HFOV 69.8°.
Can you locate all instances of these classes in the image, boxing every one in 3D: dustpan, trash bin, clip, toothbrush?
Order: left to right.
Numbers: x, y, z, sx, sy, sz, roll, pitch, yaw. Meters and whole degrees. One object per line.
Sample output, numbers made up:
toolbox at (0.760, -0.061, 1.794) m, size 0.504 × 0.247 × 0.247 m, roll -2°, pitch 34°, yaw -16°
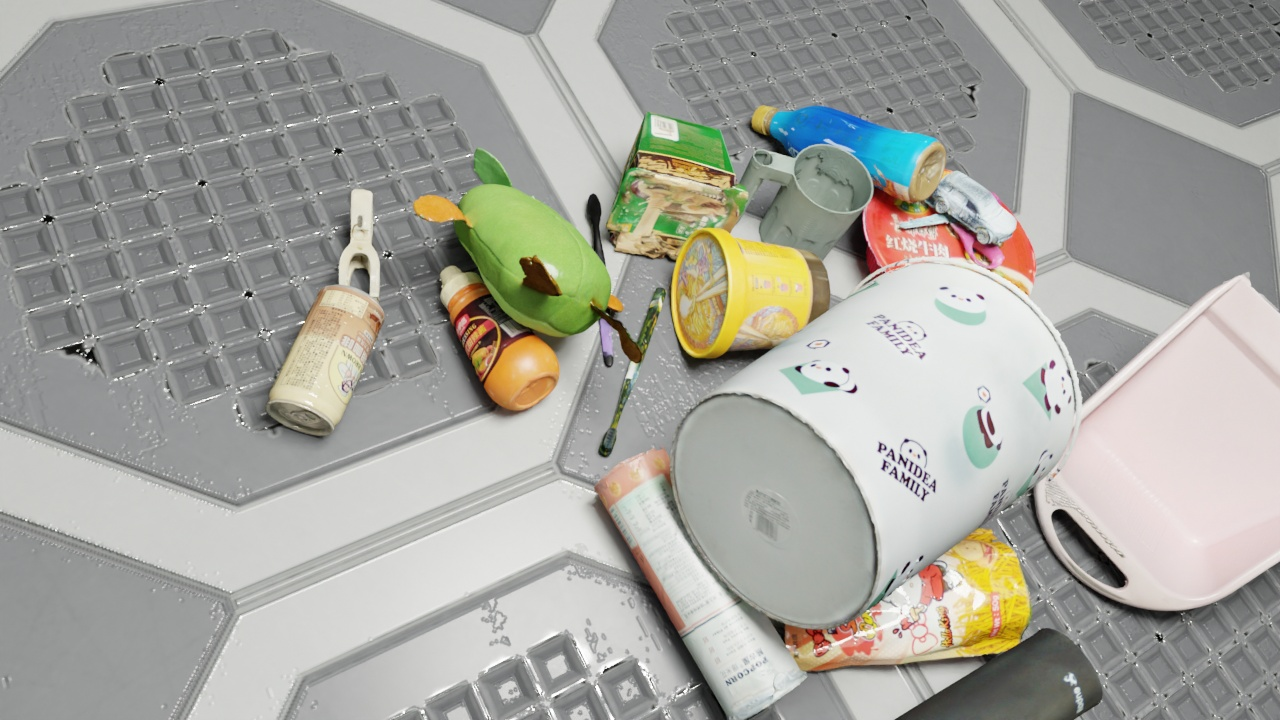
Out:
clip at (-0.250, -0.097, 0.816) m, size 0.034 × 0.070 × 0.099 m, roll -1°, pitch 70°, yaw -15°
toothbrush at (-0.038, -0.079, 0.883) m, size 0.014 × 0.017 × 0.188 m, roll -4°, pitch 67°, yaw -5°
toothbrush at (-0.005, 0.005, 0.842) m, size 0.012 × 0.017 × 0.185 m, roll 18°, pitch 59°, yaw 2°
trash bin at (0.173, 0.062, 0.711) m, size 0.251 × 0.230 × 0.229 m, roll -25°, pitch 72°, yaw -39°
dustpan at (0.510, 0.097, 0.833) m, size 0.222 × 0.274 × 0.138 m, roll 49°, pitch 36°, yaw 15°

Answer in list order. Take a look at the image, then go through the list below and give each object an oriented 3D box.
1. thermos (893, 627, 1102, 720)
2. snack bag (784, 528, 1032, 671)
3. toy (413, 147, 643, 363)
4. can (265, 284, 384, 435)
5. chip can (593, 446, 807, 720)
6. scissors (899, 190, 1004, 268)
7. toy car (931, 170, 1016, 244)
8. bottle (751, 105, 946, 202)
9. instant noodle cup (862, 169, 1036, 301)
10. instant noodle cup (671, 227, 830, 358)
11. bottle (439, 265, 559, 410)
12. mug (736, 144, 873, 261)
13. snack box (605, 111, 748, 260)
thermos at (0.244, 0.304, 0.717) m, size 0.242 × 0.068 × 0.090 m, roll -24°, pitch 109°, yaw -14°
snack bag at (0.217, 0.197, 0.785) m, size 0.208 × 0.073 × 0.128 m, roll 1°, pitch 63°, yaw -7°
toy at (-0.092, -0.085, 0.785) m, size 0.226 × 0.090 × 0.246 m, roll 30°, pitch 13°, yaw -41°
can at (-0.256, -0.001, 0.752) m, size 0.058 × 0.059 × 0.116 m, roll 18°, pitch 60°, yaw -6°
chip can at (0.044, 0.175, 0.735) m, size 0.071 × 0.071 × 0.214 m, roll -24°, pitch 72°, yaw -25°
scissors at (0.325, -0.149, 0.943) m, size 0.133 × 0.017 × 0.133 m, roll 44°, pitch 63°, yaw 13°
toy car at (0.336, -0.154, 0.920) m, size 0.042 × 0.034 × 0.090 m, roll -35°, pitch 70°, yaw -31°
bottle at (0.207, -0.226, 0.955) m, size 0.065 × 0.065 × 0.219 m, roll -35°, pitch 47°, yaw -28°
instant noodle cup at (0.311, -0.109, 0.964) m, size 0.193 × 0.066 × 0.193 m, roll 7°, pitch 60°, yaw -13°
instant noodle cup at (0.104, -0.061, 0.855) m, size 0.114 × 0.119 × 0.118 m, roll 0°, pitch 63°, yaw -24°
bottle at (-0.132, -0.027, 0.802) m, size 0.066 × 0.067 × 0.149 m, roll -27°, pitch 66°, yaw -26°
mug at (0.155, -0.158, 0.923) m, size 0.124 × 0.104 × 0.083 m, roll 15°, pitch 60°, yaw -7°
snack box at (0.030, -0.174, 0.893) m, size 0.118 × 0.118 × 0.105 m, roll 10°, pitch 56°, yaw -14°
